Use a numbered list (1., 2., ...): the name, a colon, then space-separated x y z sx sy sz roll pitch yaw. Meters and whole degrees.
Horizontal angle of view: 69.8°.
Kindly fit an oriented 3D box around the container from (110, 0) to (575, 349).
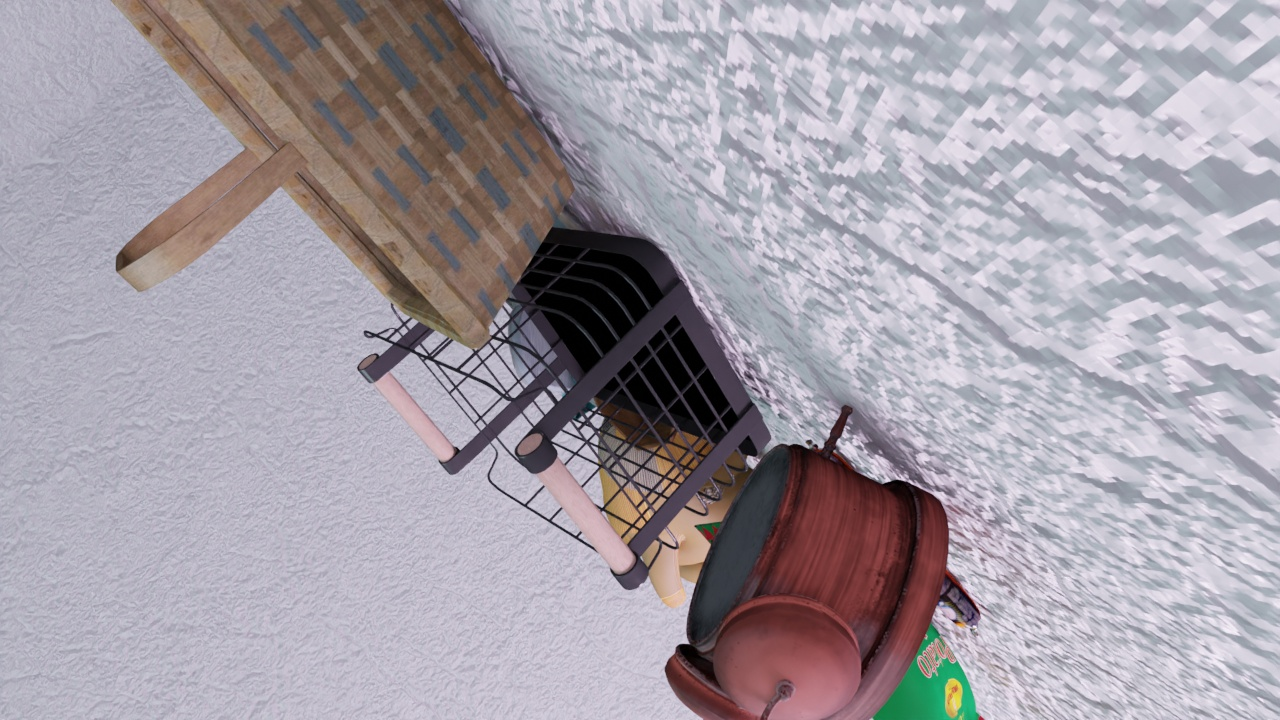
1. container: -0.176 -0.104 0.450 0.250 0.186 0.158 52 165 -28

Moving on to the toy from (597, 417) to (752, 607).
1. toy: 0.034 0.099 0.824 0.163 0.198 0.203 1 144 18

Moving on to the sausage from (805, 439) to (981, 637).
1. sausage: 0.146 0.102 0.523 0.155 0.020 0.020 47 175 -7

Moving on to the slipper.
1. slipper: -0.056 0.005 0.844 0.268 0.055 0.098 30 -126 -61

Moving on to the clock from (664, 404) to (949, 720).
1. clock: 0.068 0.108 0.404 0.072 0.157 0.121 27 148 -2

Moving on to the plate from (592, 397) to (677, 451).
1. plate: -0.004 0.004 0.689 0.131 0.025 0.131 37 140 39

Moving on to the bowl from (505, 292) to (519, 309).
1. bowl: -0.093 -0.064 0.920 0.145 0.067 0.145 46 175 5

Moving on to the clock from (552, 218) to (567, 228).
1. clock: -0.093 -0.103 0.732 0.122 0.045 0.159 40 174 49

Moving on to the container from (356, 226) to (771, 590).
1. container: -0.056 0.021 0.575 0.242 0.130 0.163 17 147 53

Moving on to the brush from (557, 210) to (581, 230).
1. brush: -0.043 -0.088 0.628 0.217 0.012 0.033 46 175 15

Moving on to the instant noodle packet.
1. instant noodle packet: 0.167 0.214 0.722 0.252 0.090 0.195 44 -166 24
